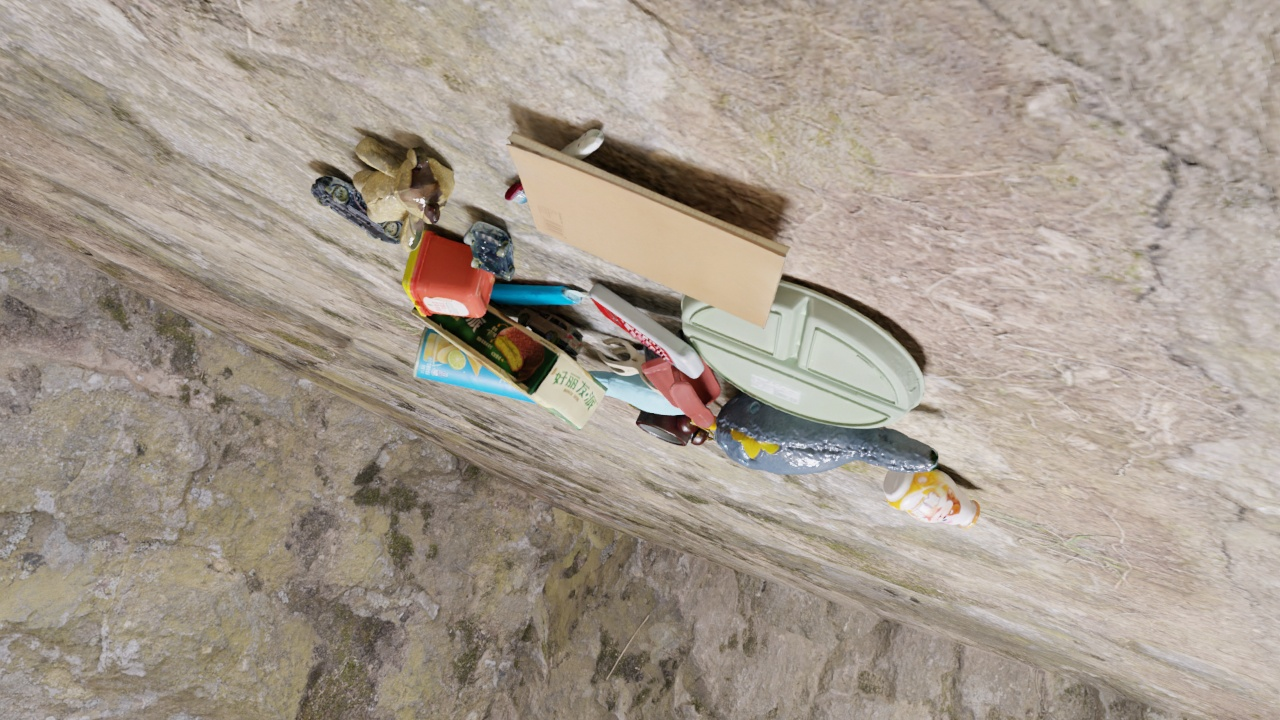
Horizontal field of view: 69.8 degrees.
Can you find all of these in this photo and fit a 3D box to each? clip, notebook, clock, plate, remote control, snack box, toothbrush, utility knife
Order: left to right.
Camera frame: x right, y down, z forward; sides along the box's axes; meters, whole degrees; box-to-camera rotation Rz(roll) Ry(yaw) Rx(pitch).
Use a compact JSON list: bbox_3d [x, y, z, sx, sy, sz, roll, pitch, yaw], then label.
[{"bbox_3d":[-0.202,-0.086,0.979,0.080,0.082,0.091,12,165,2],"label":"snack box"},{"bbox_3d":[-0.158,-0.012,1.085,0.240,0.063,0.114,30,172,37],"label":"snack box"},{"bbox_3d":[-0.115,-0.073,1.010,0.161,0.018,0.034,5,160,44],"label":"utility knife"},{"bbox_3d":[-0.067,-0.144,0.699,0.017,0.016,0.188,21,167,-25],"label":"toothbrush"},{"bbox_3d":[-0.004,0.002,1.064,0.100,0.070,0.034,22,166,34],"label":"clip"},{"bbox_3d":[0.005,-0.029,0.905,0.136,0.020,0.056,36,171,27],"label":"remote control"},{"bbox_3d":[0.005,-0.092,0.695,0.211,0.012,0.149,24,165,9],"label":"notebook"},{"bbox_3d":[0.048,0.078,1.215,0.122,0.055,0.082,18,164,28],"label":"clock"},{"bbox_3d":[0.137,-0.001,0.820,0.230,0.027,0.230,25,160,9],"label":"plate"}]

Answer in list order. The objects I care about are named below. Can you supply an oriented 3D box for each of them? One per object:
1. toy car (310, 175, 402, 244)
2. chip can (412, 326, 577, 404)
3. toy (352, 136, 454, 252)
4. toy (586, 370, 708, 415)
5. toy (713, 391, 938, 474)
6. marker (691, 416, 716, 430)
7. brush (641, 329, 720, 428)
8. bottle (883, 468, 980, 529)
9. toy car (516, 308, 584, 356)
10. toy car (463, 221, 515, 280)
[{"bbox_3d":[-0.288,-0.156,0.947,0.049,0.031,0.105,7,157,48],"label":"toy car"},{"bbox_3d":[-0.194,0.013,1.234,0.210,0.071,0.071,13,167,-10],"label":"chip can"},{"bbox_3d":[-0.217,-0.151,0.823,0.157,0.066,0.105,8,117,54],"label":"toy"},{"bbox_3d":[0.001,0.036,1.142,0.161,0.050,0.156,14,178,-15],"label":"toy"},{"bbox_3d":[0.161,0.081,0.999,0.137,0.091,0.357,17,172,-28],"label":"toy"},{"bbox_3d":[0.101,0.082,1.173,0.015,0.018,0.123,-18,161,30],"label":"marker"},{"bbox_3d":[0.050,0.027,0.984,0.063,0.069,0.146,-19,154,9],"label":"brush"},{"bbox_3d":[0.335,0.156,1.052,0.108,0.063,0.063,26,165,-12],"label":"bottle"},{"bbox_3d":[-0.108,-0.037,1.090,0.090,0.035,0.042,28,169,32],"label":"toy car"},{"bbox_3d":[-0.143,-0.109,0.895,0.043,0.034,0.091,24,163,7],"label":"toy car"}]
